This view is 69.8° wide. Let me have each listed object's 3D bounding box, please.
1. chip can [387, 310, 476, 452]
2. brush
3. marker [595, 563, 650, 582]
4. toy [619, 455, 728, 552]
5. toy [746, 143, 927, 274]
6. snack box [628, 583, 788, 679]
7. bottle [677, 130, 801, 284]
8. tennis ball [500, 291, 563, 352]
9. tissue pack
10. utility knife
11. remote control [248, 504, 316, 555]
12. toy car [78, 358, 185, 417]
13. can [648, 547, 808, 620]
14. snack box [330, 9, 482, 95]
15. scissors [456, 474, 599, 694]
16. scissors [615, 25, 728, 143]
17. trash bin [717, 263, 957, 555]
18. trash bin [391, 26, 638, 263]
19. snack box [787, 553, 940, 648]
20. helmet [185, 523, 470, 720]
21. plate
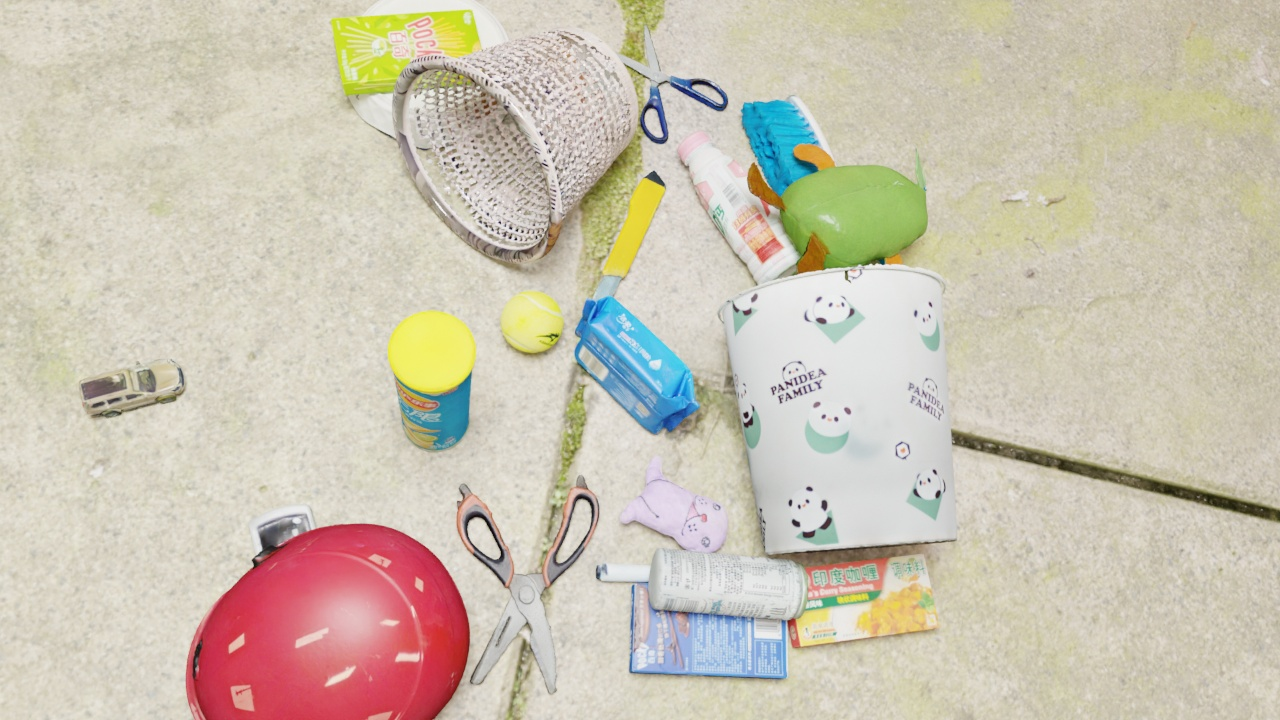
[{"bbox_3d":[-0.189,0.027,0.844,0.071,0.211,0.071,4,70,-10],"label":"chip can"},{"bbox_3d":[0.228,-0.183,1.088,0.109,0.061,0.314,-19,78,-20],"label":"brush"},{"bbox_3d":[0.020,0.215,0.921,0.130,0.022,0.018,4,99,-11],"label":"marker"},{"bbox_3d":[0.041,0.154,0.938,0.108,0.039,0.083,28,59,1],"label":"toy"},{"bbox_3d":[0.227,-0.157,1.000,0.246,0.090,0.227,-15,67,-32],"label":"toy"},{"bbox_3d":[0.067,0.268,0.908,0.157,0.026,0.084,6,69,-9],"label":"snack box"},{"bbox_3d":[0.112,-0.176,1.053,0.068,0.068,0.197,-30,77,-19],"label":"bottle"},{"bbox_3d":[-0.113,-0.040,0.961,0.065,0.066,0.065,4,70,-10],"label":"tennis ball"},{"bbox_3d":[-0.006,0.006,0.951,0.157,0.095,0.052,45,63,6],"label":"tissue pack"},{"bbox_3d":[-0.019,-0.127,1.036,0.033,0.015,0.218,25,66,-3],"label":"utility knife"},{"bbox_3d":[-0.320,0.210,0.856,0.058,0.021,0.150,-17,76,-16],"label":"remote control"},{"bbox_3d":[-0.488,0.024,0.882,0.090,0.035,0.042,-15,76,-18],"label":"toy car"},{"bbox_3d":[0.083,0.216,0.885,0.146,0.058,0.058,7,70,-9],"label":"can"},{"bbox_3d":[-0.254,-0.341,1.012,0.156,0.026,0.085,-10,74,-15],"label":"snack box"},{"bbox_3d":[-0.109,0.210,0.902,0.188,0.015,0.226,-25,78,-18],"label":"scissors"},{"bbox_3d":[0.027,-0.337,1.122,0.176,0.012,0.162,15,69,-5],"label":"scissors"},{"bbox_3d":[0.202,0.060,0.911,0.229,0.230,0.251,-2,76,-12],"label":"trash bin"},{"bbox_3d":[-0.114,-0.247,0.968,0.227,0.228,0.191,42,56,5],"label":"trash bin"},{"bbox_3d":[0.226,0.247,0.947,0.155,0.027,0.077,-4,70,-12],"label":"snack box"},{"bbox_3d":[-0.257,0.240,0.774,0.239,0.144,0.207,-22,82,-27],"label":"helmet"},{"bbox_3d":[-0.239,-0.343,1.055,0.204,0.046,0.204,4,69,-10],"label":"plate"}]
